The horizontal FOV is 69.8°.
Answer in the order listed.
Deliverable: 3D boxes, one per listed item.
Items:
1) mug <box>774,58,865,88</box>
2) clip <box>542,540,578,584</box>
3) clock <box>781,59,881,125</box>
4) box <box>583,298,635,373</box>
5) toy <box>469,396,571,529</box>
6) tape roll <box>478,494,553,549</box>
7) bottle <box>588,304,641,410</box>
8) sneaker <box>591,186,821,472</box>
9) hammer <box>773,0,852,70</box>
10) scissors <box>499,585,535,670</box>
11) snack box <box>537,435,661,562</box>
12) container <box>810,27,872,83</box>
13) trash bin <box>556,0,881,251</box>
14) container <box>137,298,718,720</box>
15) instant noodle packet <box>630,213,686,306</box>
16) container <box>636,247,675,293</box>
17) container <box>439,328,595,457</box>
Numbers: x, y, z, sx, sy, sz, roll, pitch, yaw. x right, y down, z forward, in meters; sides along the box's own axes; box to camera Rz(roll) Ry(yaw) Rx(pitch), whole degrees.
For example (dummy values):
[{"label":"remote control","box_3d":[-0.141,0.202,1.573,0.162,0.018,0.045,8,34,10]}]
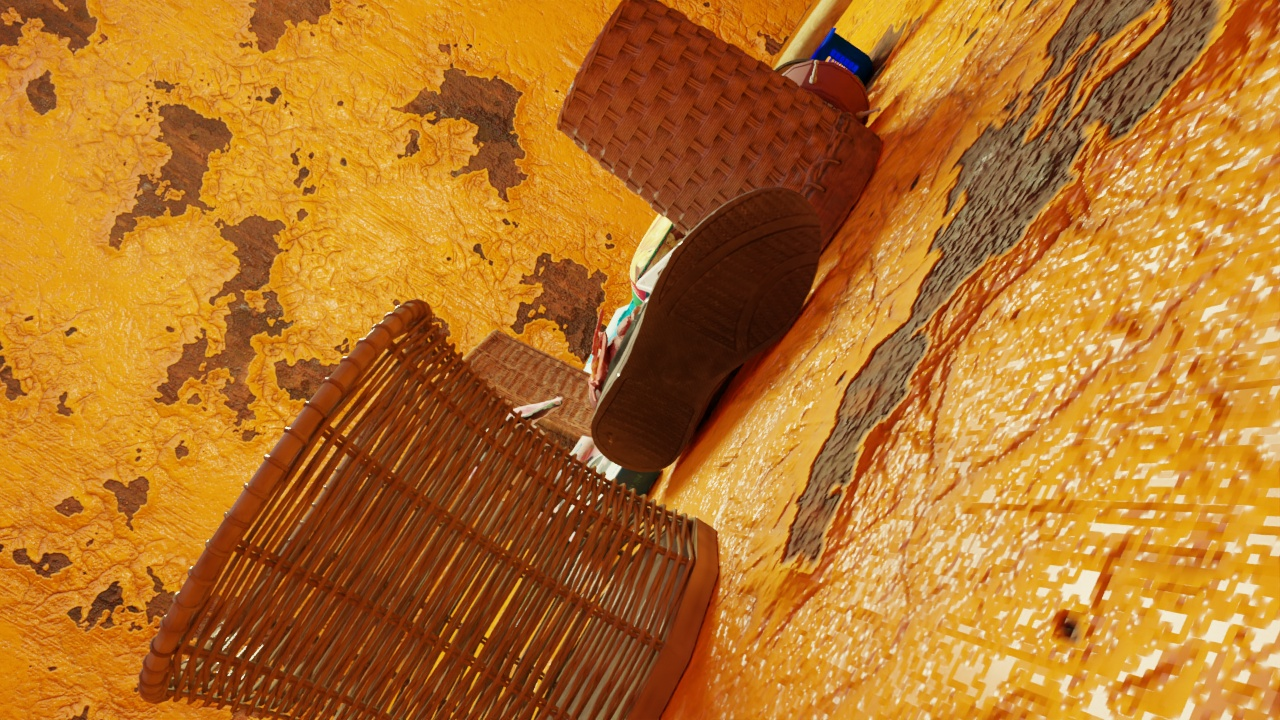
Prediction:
[{"label":"mug","box_3d":[0.160,-0.228,0.870,0.112,0.084,0.104,-30,-9,-7]},{"label":"clip","box_3d":[-0.057,0.154,0.860,0.126,0.028,0.113,-57,10,-10]},{"label":"clock","box_3d":[0.139,-0.195,0.767,0.125,0.087,0.044,-45,14,51]},{"label":"box","box_3d":[-0.020,-0.039,1.431,0.181,0.074,0.226,-52,8,50]},{"label":"toy","box_3d":[-0.106,0.103,0.894,0.131,0.106,0.205,-54,-33,-9]},{"label":"tape roll","box_3d":[-0.152,0.194,1.111,0.030,0.093,0.094,-58,5,-4]},{"label":"bottle","box_3d":[-0.005,0.005,0.875,0.111,0.099,0.098,-59,3,38]},{"label":"sneaker","box_3d":[0.048,-0.036,0.661,0.119,0.095,0.235,-69,5,-58]},{"label":"hammer","box_3d":[0.154,-0.301,0.911,0.131,0.033,0.332,-60,6,-35]},{"label":"scissors","box_3d":[-0.113,0.243,0.912,0.072,0.033,0.175,-51,12,32]},{"label":"snack box","box_3d":[-0.041,0.111,0.773,0.088,0.033,0.154,-56,15,-11]},{"label":"container","box_3d":[0.188,-0.280,0.958,0.114,0.058,0.096,-56,5,16]},{"label":"trash bin","box_3d":[0.052,-0.162,0.696,0.151,0.210,0.151,-57,4,7]},{"label":"container","box_3d":[-0.093,0.115,0.472,0.227,0.196,0.226,-57,5,8]},{"label":"instant noodle packet","box_3d":[0.051,-0.151,1.253,0.195,0.090,0.253,-58,-9,-11]},{"label":"container","box_3d":[0.049,-0.090,1.034,0.080,0.049,0.129,-42,13,-3]},{"label":"container","box_3d":[-0.120,0.065,1.023,0.112,0.198,0.114,-57,-8,-53]}]
